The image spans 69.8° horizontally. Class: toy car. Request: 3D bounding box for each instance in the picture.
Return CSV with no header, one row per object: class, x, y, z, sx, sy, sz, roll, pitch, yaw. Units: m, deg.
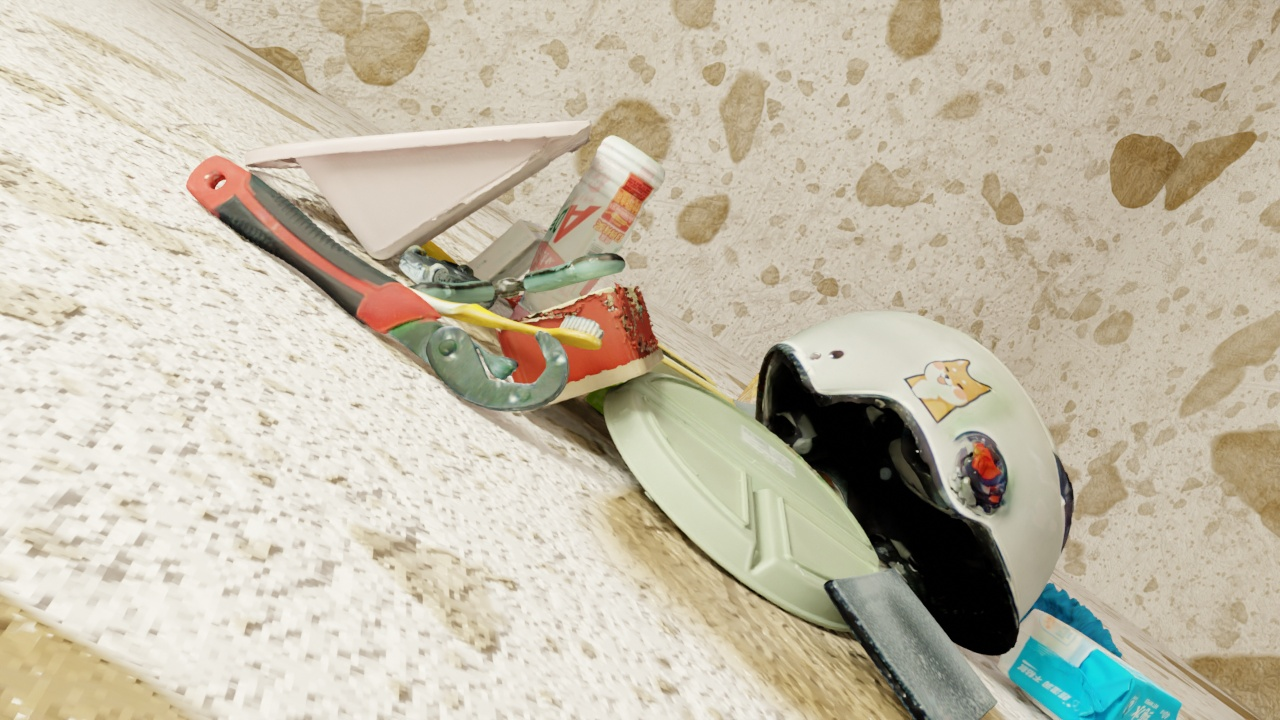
toy car,-0.156,-0.063,0.740,0.043,0.034,0.090,41,11,34

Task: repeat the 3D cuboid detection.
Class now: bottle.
bottle,-0.055,-0.110,0.855,0.068,0.197,0.068,33,7,-5

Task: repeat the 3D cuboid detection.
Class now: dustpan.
dustpan,-0.184,-0.186,0.789,0.139,0.273,0.222,58,-1,-10

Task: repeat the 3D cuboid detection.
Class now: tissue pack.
tissue pack,0.340,0.249,0.696,0.140,0.063,0.090,31,3,-39

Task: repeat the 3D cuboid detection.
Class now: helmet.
helmet,0.222,0.069,0.706,0.274,0.156,0.230,48,-16,17

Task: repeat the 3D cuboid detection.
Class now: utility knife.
utility knife,-0.249,-0.140,0.942,0.209,0.015,0.033,39,9,28

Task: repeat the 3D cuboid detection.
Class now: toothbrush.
toothbrush,-0.105,-0.032,0.558,0.191,0.018,0.016,14,-30,26

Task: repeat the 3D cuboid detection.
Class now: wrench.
wrench,-0.161,-0.047,0.536,0.273,0.056,0.016,30,-13,13

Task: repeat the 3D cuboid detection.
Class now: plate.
plate,0.074,0.084,0.613,0.230,0.027,0.230,35,17,-13

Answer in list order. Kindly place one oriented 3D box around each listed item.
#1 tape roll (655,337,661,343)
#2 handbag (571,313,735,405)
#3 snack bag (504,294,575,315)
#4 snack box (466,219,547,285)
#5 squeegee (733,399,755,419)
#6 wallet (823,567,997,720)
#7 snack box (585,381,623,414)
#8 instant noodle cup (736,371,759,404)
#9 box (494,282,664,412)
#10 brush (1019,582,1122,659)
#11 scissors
tape roll,-0.019,-0.023,1.046,0.086,0.014,0.086,6,0,0
handbag,-0.005,0.005,0.886,0.163,0.063,0.179,32,2,-27
snack bag,-0.092,-0.052,0.933,0.104,0.026,0.048,13,3,38
snack box,-0.130,-0.101,0.913,0.027,0.085,0.156,50,6,-3
squeegee,0.130,0.062,0.944,0.250,0.040,0.248,16,-41,52
wallet,0.151,0.160,0.510,0.097,0.019,0.120,54,18,26
snack box,0.035,0.068,0.723,0.156,0.026,0.085,37,9,28
instant noodle cup,0.168,0.058,1.078,0.118,0.114,0.118,34,6,-4
box,-0.037,-0.020,0.633,0.168,0.091,0.076,-38,110,-83
brush,0.418,0.293,0.773,0.109,0.060,0.314,56,-6,-28
scissors,-0.104,-0.052,0.649,0.180,0.019,0.171,-14,5,-39
